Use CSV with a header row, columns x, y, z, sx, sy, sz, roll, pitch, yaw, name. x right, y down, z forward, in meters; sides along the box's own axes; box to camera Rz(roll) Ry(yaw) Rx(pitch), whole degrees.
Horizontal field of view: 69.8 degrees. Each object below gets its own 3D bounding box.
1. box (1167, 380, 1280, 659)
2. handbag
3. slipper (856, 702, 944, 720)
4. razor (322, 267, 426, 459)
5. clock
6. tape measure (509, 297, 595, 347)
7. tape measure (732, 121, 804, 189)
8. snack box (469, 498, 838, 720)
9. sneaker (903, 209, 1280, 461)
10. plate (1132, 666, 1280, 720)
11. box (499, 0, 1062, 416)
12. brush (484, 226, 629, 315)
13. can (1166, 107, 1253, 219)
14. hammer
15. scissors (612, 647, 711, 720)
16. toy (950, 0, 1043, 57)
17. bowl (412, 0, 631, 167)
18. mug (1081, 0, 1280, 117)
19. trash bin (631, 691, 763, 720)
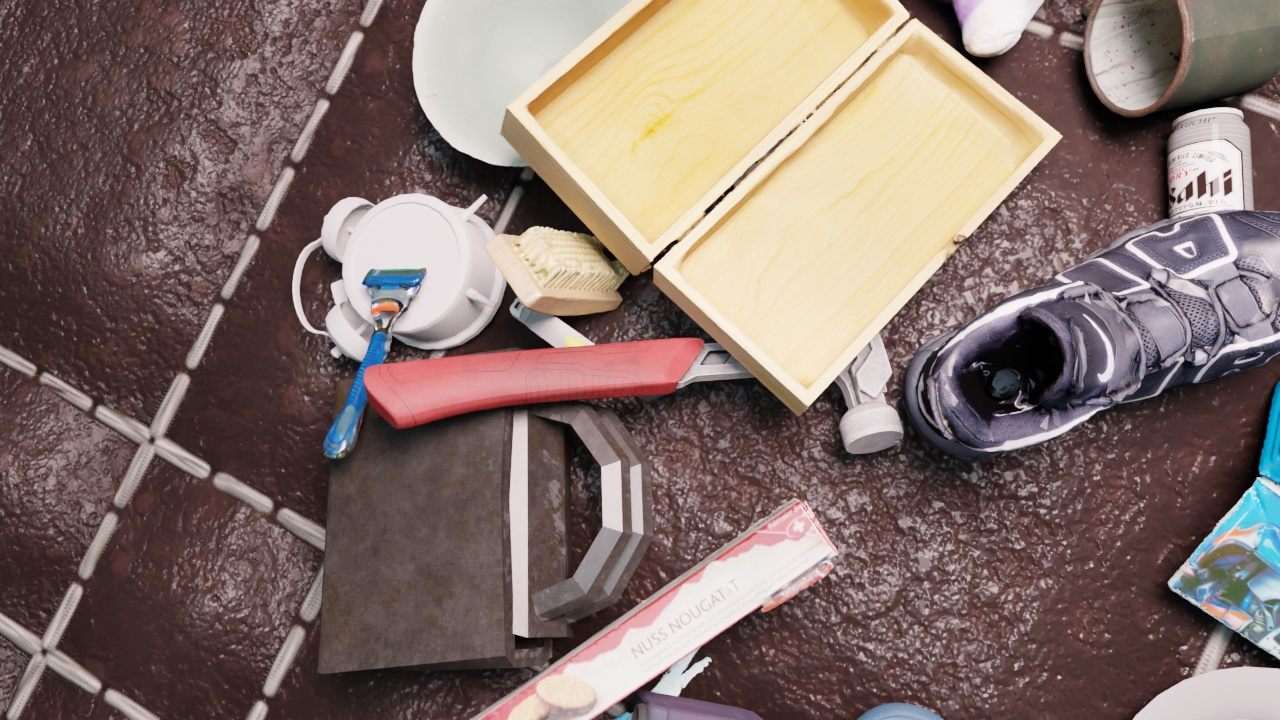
x,y,z,sx,sy,sz,roll,pitch,yaw,name
0.443,0.123,0.488,0.243,0.075,0.166,34,82,13,box
-0.088,0.093,0.585,0.200,0.102,0.197,-7,73,18,handbag
0.126,0.297,0.543,0.104,0.059,0.214,25,100,22,slipper
-0.171,0.000,0.578,0.044,0.018,0.140,1,59,15,razor
-0.171,-0.060,0.648,0.159,0.061,0.120,-9,80,14,clock
-0.053,-0.017,0.614,0.065,0.064,0.017,35,90,9,tape measure
0.083,-0.150,0.628,0.062,0.020,0.060,-18,80,8,tape measure
-0.002,0.178,0.567,0.273,0.076,0.044,-34,80,2,snack box
0.256,-0.016,0.489,0.253,0.150,0.097,-25,83,22,sneaker
0.353,0.262,0.522,0.173,0.019,0.172,-1,82,11,plate
0.089,-0.138,0.567,0.257,0.076,0.246,44,76,8,box
-0.048,-0.059,0.590,0.039,0.117,0.049,-41,75,23,brush
0.347,-0.096,0.559,0.044,0.044,0.106,1,83,11,can
-0.003,0.003,0.556,0.315,0.036,0.126,-4,63,-12,hammer
0.003,0.238,0.598,0.134,0.016,0.073,-41,73,-2,scissors
0.192,-0.304,0.592,0.209,0.085,0.138,43,110,7,toy
-0.065,-0.205,0.639,0.174,0.068,0.174,-1,81,9,bowl
0.324,-0.202,0.558,0.081,0.085,0.111,-12,39,-10,mug
0.025,0.285,0.532,0.094,0.092,0.160,12,77,-5,trash bin
